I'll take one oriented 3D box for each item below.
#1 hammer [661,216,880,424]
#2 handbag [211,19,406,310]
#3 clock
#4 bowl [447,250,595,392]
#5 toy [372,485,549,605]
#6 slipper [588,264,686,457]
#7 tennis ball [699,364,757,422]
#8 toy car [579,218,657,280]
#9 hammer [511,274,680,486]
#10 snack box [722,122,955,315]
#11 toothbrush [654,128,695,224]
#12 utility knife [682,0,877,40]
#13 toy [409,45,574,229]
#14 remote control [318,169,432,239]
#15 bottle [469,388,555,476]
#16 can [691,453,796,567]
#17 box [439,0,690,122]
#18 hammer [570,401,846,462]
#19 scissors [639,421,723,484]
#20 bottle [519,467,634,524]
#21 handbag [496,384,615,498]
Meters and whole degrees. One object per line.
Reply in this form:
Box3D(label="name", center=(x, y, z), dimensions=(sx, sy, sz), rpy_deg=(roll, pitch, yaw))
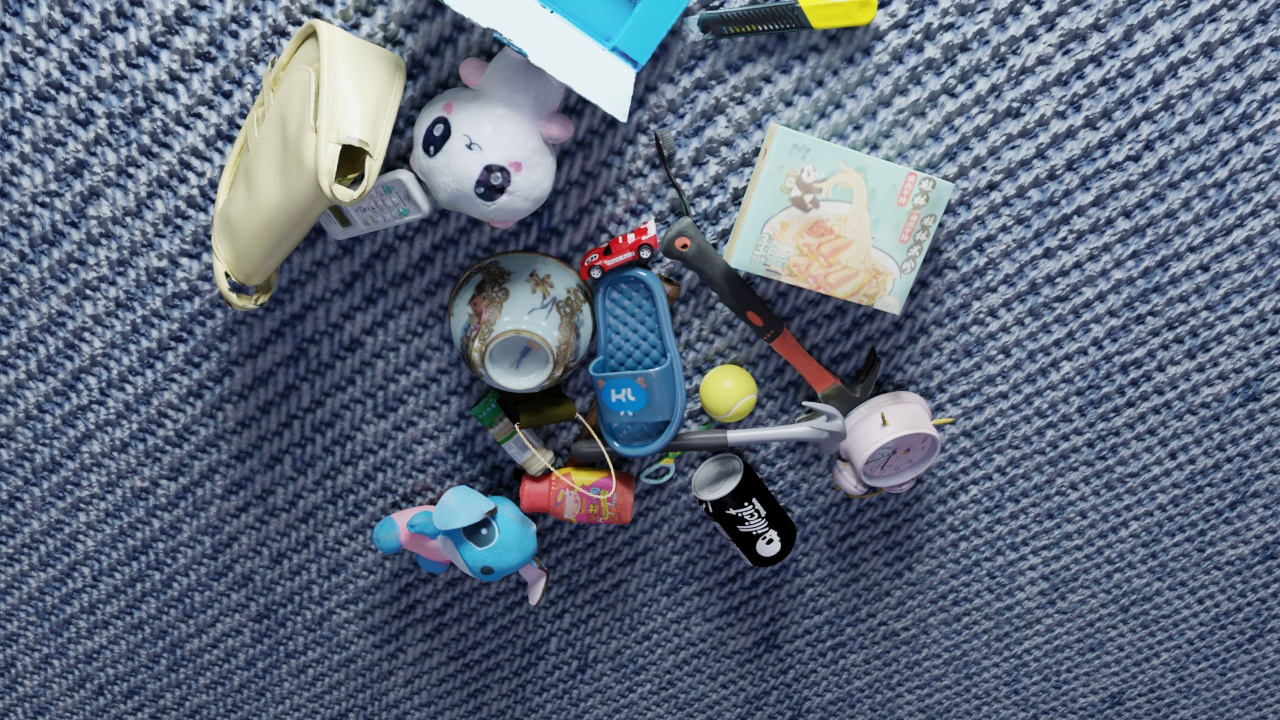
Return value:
Box3D(label="hammer", center=(0.139, -0.038, 1.002), dimensions=(0.133, 0.033, 0.333), rpy_deg=(-37, 122, 21))
Box3D(label="handbag", center=(-0.303, -0.171, 0.803), dimensions=(0.088, 0.190, 0.233), rpy_deg=(24, 134, -37))
Box3D(label="clock", center=(0.290, 0.110, 1.094), dimensions=(0.116, 0.058, 0.158), rpy_deg=(2, 133, -21))
Box3D(label="bowl", center=(-0.125, -0.024, 0.961), dimensions=(0.160, 0.093, 0.160), rpy_deg=(-2, 126, -3))
Box3D(label="toy", center=(-0.209, 0.224, 1.119), dimensions=(0.192, 0.098, 0.224), rpy_deg=(-7, 141, 24))
Box3D(label="slipper", center=(-0.006, 0.006, 0.969), dimensions=(0.104, 0.059, 0.214), rpy_deg=(3, 108, 17))
Box3D(label="tennis ball", center=(0.099, 0.037, 1.038), dimensions=(0.065, 0.065, 0.065), rpy_deg=(-2, 125, -3))
Box3D(label="toy car", center=(-0.022, -0.112, 0.940), dimensions=(0.089, 0.038, 0.025), rpy_deg=(-21, 121, 10))
Box3D(label="hammer", center=(-0.043, 0.041, 1.052), dimensions=(0.120, 0.033, 0.331), rpy_deg=(18, 122, -14))
Box3D(label="snack box", center=(0.196, -0.139, 0.917), dimensions=(0.193, 0.044, 0.142), rpy_deg=(15, 108, -14))
Box3D(label="toothbrush", center=(0.049, -0.152, 0.933), dimensions=(0.017, 0.014, 0.188), rpy_deg=(-31, 126, -11))
Box3D(label="utility knife", center=(0.125, -0.308, 0.823), dimensions=(0.174, 0.020, 0.029), rpy_deg=(-6, 124, -1))
Box3D(label="toy", center=(-0.125, -0.208, 0.825), dimensions=(0.139, 0.101, 0.180), rpy_deg=(38, 118, 2))
Box3D(label="remote control", center=(-0.259, -0.150, 0.882), dimensions=(0.134, 0.022, 0.050), rpy_deg=(-7, 130, 31))
Box3D(label="bottle", center=(-0.145, 0.083, 1.051), dimensions=(0.043, 0.042, 0.110), rpy_deg=(-37, 104, 20))
Box3D(label="can", center=(0.129, 0.187, 1.136), dimensions=(0.080, 0.080, 0.146), rpy_deg=(-29, 122, 15))
Box3D(label="box", center=(-0.080, -0.317, 0.745), dimensions=(0.243, 0.113, 0.114), rpy_deg=(29, 118, -22))
Box3D(label="hammer", center=(0.075, 0.089, 1.034), dimensions=(0.311, 0.029, 0.125), rpy_deg=(-5, 159, 6))
Box3D(label="scissors", center=(0.045, 0.115, 1.122), dimensions=(0.131, 0.012, 0.113), rpy_deg=(0, 126, -2))
Box3D(label="bottle", center=(-0.075, 0.159, 1.083), dimensions=(0.134, 0.048, 0.072), rpy_deg=(4, 124, -1))
Box3D(label="handbag", center=(-0.084, 0.083, 0.984), dimensions=(0.084, 0.178, 0.027), rpy_deg=(-8, 132, -36))
